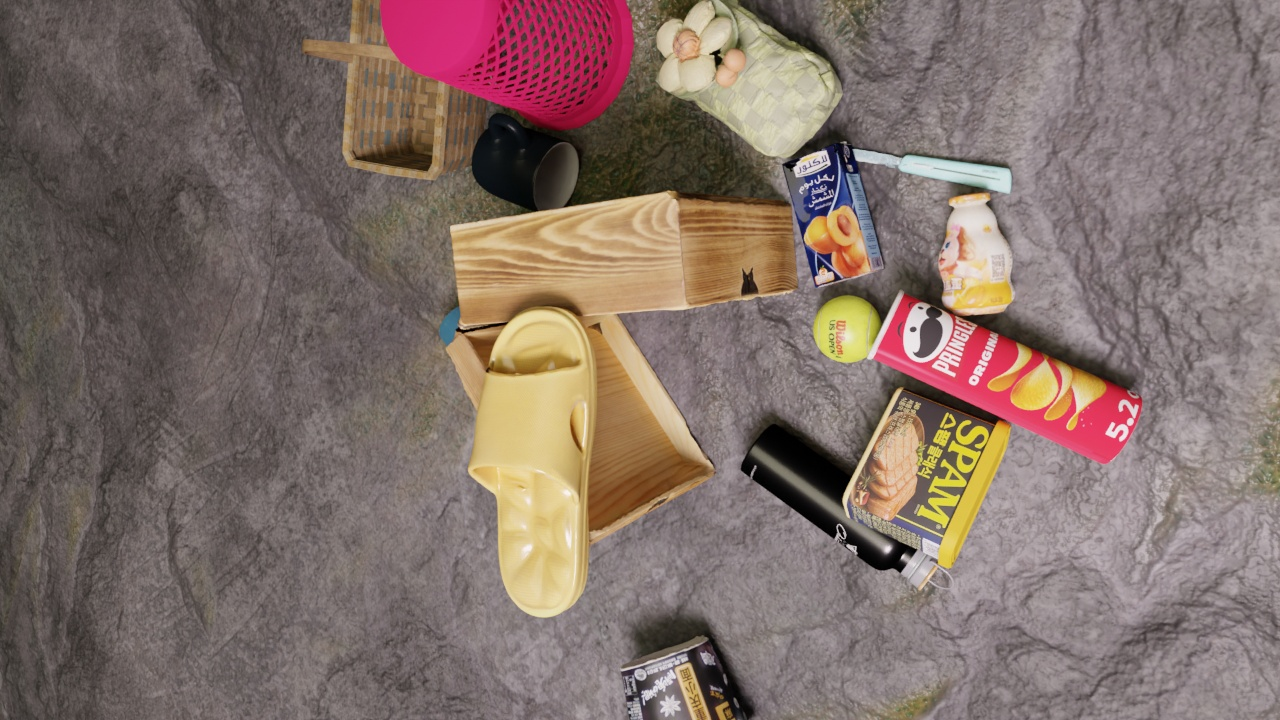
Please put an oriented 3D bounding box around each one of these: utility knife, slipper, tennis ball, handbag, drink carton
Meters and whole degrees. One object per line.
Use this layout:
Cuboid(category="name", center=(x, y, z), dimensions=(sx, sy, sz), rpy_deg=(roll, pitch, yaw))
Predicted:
Cuboid(category="utility knife", center=(0.262, -0.186, 0.873), dimensions=(0.180, 0.015, 0.022), rpy_deg=(18, 106, 29))
Cuboid(category="slipper", center=(-0.094, 0.088, 0.755), dimensions=(0.100, 0.078, 0.263), rpy_deg=(3, 99, 30))
Cuboid(category="tennis ball", center=(0.202, -0.031, 0.895), dimensions=(0.065, 0.065, 0.065), rpy_deg=(4, 99, 28))
Cuboid(category="handbag", center=(0.096, -0.280, 0.888), dimensions=(0.186, 0.116, 0.113), rpy_deg=(40, 113, 20))
Cuboid(category="drink carton", center=(0.188, -0.142, 0.898), dimensions=(0.064, 0.040, 0.130), rpy_deg=(-15, 90, 35))

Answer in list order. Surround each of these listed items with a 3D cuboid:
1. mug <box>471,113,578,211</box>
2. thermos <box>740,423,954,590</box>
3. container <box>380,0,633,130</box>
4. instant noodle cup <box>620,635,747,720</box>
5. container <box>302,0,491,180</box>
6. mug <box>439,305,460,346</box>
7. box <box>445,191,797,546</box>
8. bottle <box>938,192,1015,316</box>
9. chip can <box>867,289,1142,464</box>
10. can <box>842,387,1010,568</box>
Cuboid(category="mug", center=(-0.136, -0.228, 1.023), dimensions=(0.094, 0.122, 0.085), rpy_deg=(24, 68, 24))
Cuboid(category="thermos", center=(0.210, 0.154, 0.918), dimensions=(0.231, 0.061, 0.061), rpy_deg=(36, 112, 20))
Cuboid(category="container", center=(-0.142, -0.343, 0.946), dimensions=(0.183, 0.225, 0.183), rpy_deg=(4, 99, 28))
Cuboid(category="instant noodle cup", center=(0.043, 0.373, 1.006), dimensions=(0.138, 0.137, 0.112), rpy_deg=(-26, 76, 29))
Cuboid(category="container", center=(-0.274, -0.337, 1.041), dimensions=(0.158, 0.186, 0.250), rpy_deg=(14, 103, 26))
Cuboid(category="mug", center=(-0.184, -0.010, 1.106), dimensions=(0.121, 0.078, 0.078), rpy_deg=(42, 114, 23))
Cuboid(category="box", center=(-0.019, 0.007, 0.903), dimensions=(0.283, 0.278, 0.315), rpy_deg=(-1, 99, 29))
Cuboid(category="bottle", center=(0.303, -0.096, 0.832), dimensions=(0.063, 0.063, 0.108), rpy_deg=(-5, 94, 29))
Cuboid(category="chip can", center=(0.319, 0.013, 0.814), dimensions=(0.220, 0.069, 0.069), rpy_deg=(26, 109, 12))
Cuboid(category="can", center=(0.263, 0.105, 0.849), dimensions=(0.104, 0.075, 0.135), rpy_deg=(23, 74, 26))
